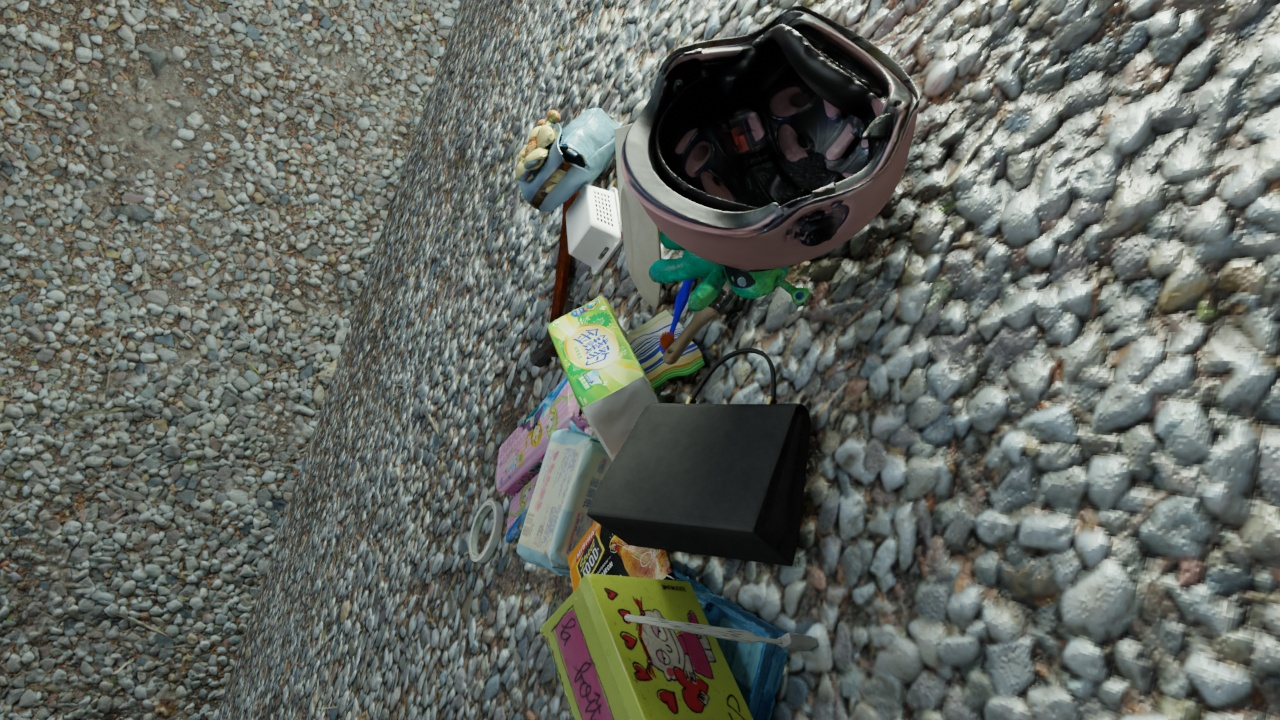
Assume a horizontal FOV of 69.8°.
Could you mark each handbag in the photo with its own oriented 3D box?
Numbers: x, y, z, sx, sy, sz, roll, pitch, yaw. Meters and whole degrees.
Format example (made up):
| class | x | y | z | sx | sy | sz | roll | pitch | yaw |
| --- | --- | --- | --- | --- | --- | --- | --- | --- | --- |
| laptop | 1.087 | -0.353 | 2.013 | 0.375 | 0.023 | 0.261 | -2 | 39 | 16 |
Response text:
| class | x | y | z | sx | sy | sz | roll | pitch | yaw |
| --- | --- | --- | --- | --- | --- | --- | --- | --- | --- |
| handbag | 0.069 | 0.072 | 0.837 | 0.176 | 0.072 | 0.195 | -2 | 57 | 39 |
| handbag | -0.111 | -0.310 | 1.360 | 0.122 | 0.118 | 0.191 | -42 | 9 | 41 |

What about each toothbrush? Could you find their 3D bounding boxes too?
| class | x | y | z | sx | sy | sz | roll | pitch | yaw |
| --- | --- | --- | --- | --- | --- | --- | --- | --- | --- |
| toothbrush | 0.048 | -0.076 | 1.021 | 0.018 | 0.016 | 0.182 | 85 | -161 | -49 |
| toothbrush | 0.064 | 0.198 | 0.672 | 0.010 | 0.181 | 0.010 | -47 | 40 | 32 |

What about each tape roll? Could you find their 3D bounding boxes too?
| class | x | y | z | sx | sy | sz | roll | pitch | yaw |
| --- | --- | --- | --- | --- | --- | --- | --- | --- | --- |
| tape roll | -0.229 | 0.253 | 1.359 | 0.093 | 0.013 | 0.092 | -40 | 40 | 44 |

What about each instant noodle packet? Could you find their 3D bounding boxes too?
| class | x | y | z | sx | sy | sz | roll | pitch | yaw |
| --- | --- | --- | --- | --- | --- | --- | --- | --- | --- |
| instant noodle packet | -0.019 | 0.226 | 0.897 | 0.160 | 0.032 | 0.220 | -55 | 30 | 26 |

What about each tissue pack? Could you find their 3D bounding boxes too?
| class | x | y | z | sx | sy | sz | roll | pitch | yaw |
| --- | --- | --- | --- | --- | --- | --- | --- | --- | --- |
| tissue pack | -0.079 | 0.163 | 1.085 | 0.112 | 0.070 | 0.181 | -2 | 68 | 61 |
| tissue pack | -0.006 | 0.006 | 1.031 | 0.141 | 0.120 | 0.197 | -28 | 41 | 0 |

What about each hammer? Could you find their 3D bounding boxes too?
| class | x | y | z | sx | sy | sz | roll | pitch | yaw |
| --- | --- | --- | --- | --- | --- | --- | --- | --- | --- |
| hammer | -0.118 | -0.142 | 1.409 | 0.111 | 0.028 | 0.300 | -37 | 41 | 48 |

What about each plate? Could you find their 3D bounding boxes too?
| class | x | y | z | sx | sy | sz | roll | pitch | yaw |
| --- | --- | --- | --- | --- | --- | --- | --- | --- | --- |
| plate | -0.003 | -0.155 | 1.100 | 0.189 | 0.027 | 0.188 | 172 | 91 | -84 |

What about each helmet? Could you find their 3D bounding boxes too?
| class | x | y | z | sx | sy | sz | roll | pitch | yaw |
| --- | --- | --- | --- | --- | --- | --- | --- | --- | --- |
| helmet | 0.111 | -0.177 | 0.815 | 0.255 | 0.153 | 0.230 | -36 | 60 | -11 |

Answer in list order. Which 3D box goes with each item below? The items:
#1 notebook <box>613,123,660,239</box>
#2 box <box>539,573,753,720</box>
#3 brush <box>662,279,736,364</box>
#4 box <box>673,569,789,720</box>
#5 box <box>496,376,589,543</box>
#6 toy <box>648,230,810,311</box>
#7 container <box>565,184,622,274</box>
| class | x | y | z | sx | sy | sz | roll | pitch | yaw |
| --- | --- | --- | --- | --- | --- | --- | --- | --- | --- |
| notebook | 0.007 | -0.229 | 1.169 | 0.209 | 0.012 | 0.153 | -158 | 63 | -68 |
| box | 0.019 | 0.276 | 0.694 | 0.081 | 0.124 | 0.220 | -52 | 43 | 23 |
| brush | 0.072 | -0.056 | 0.962 | 0.151 | 0.012 | 0.039 | -51 | 33 | -9 |
| box | 0.036 | 0.289 | 0.825 | 0.232 | 0.033 | 0.174 | 12 | 83 | 63 |
| box | -0.136 | 0.137 | 1.251 | 0.231 | 0.035 | 0.159 | -44 | 38 | 42 |
| toy | 0.092 | -0.104 | 0.924 | 0.194 | 0.072 | 0.130 | 9 | 80 | 42 |
| container | -0.070 | -0.197 | 1.332 | 0.081 | 0.049 | 0.129 | -49 | 33 | 35 |
